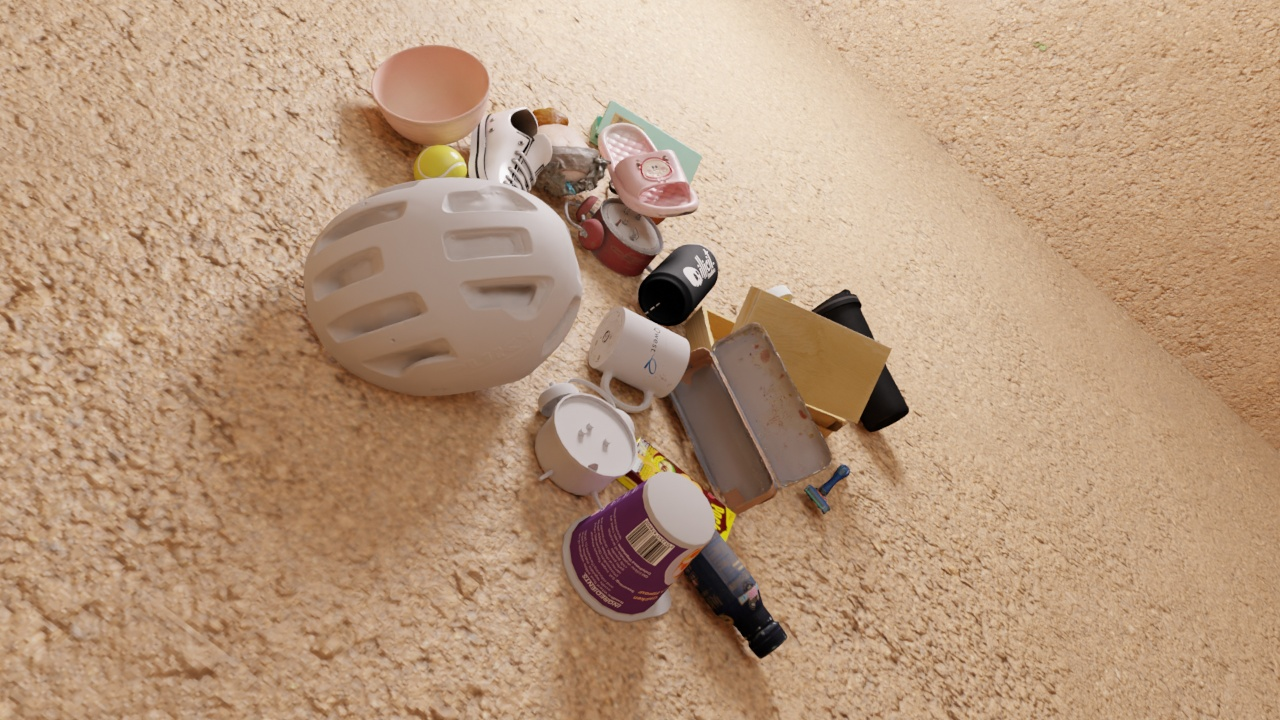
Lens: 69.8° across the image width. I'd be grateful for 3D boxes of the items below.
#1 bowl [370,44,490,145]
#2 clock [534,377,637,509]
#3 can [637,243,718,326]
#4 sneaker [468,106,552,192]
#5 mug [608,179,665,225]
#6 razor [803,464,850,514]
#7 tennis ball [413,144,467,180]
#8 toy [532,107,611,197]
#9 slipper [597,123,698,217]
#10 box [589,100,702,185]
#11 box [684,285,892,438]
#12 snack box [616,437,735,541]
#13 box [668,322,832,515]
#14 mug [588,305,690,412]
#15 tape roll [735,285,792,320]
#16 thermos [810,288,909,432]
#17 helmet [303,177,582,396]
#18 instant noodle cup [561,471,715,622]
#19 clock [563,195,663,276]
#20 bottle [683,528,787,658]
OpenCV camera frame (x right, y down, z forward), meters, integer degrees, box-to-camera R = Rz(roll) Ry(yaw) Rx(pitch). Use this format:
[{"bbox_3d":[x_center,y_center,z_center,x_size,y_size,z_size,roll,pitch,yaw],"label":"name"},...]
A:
[{"bbox_3d":[-0.269,-0.334,1.200,0.153,0.076,0.152,1,57,-2],"label":"bowl"},{"bbox_3d":[-0.058,0.078,1.007,0.120,0.061,0.158,29,38,-20],"label":"clock"},{"bbox_3d":[0.057,-0.110,1.307,0.080,0.080,0.145,43,34,-1],"label":"can"},{"bbox_3d":[-0.160,-0.253,1.198,0.245,0.097,0.091,-97,166,-48],"label":"sneaker"},{"bbox_3d":[0.001,-0.261,1.421,0.111,0.085,0.081,12,37,9],"label":"mug"},{"bbox_3d":[0.262,0.174,1.269,0.044,0.018,0.140,50,31,11],"label":"razor"},{"bbox_3d":[-0.249,-0.235,1.142,0.065,0.065,0.065,27,38,-23],"label":"tennis ball"},{"bbox_3d":[-0.122,-0.302,1.338,0.132,0.076,0.175,0,53,-26],"label":"toy"},{"bbox_3d":[0.005,-0.279,1.335,0.106,0.056,0.221,-16,53,-21],"label":"slipper"},{"bbox_3d":[0.014,-0.358,1.529,0.188,0.080,0.077,29,38,-20],"label":"box"},{"bbox_3d":[0.204,0.007,1.296,0.248,0.185,0.141,20,62,-28],"label":"box"},{"bbox_3d":[0.041,0.156,1.056,0.149,0.026,0.061,40,35,-5],"label":"snack box"},{"bbox_3d":[0.129,0.068,1.137,0.043,0.151,0.216,42,21,-59],"label":"box"},{"bbox_3d":[-0.007,0.006,1.131,0.096,0.083,0.119,26,67,-24],"label":"mug"},{"bbox_3d":[0.188,-0.078,1.393,0.093,0.094,0.019,-11,61,-50],"label":"tape roll"},{"bbox_3d":[0.345,0.002,1.470,0.105,0.106,0.218,-2,59,-46],"label":"thermos"},{"bbox_3d":[-0.198,-0.084,0.947,0.282,0.184,0.224,-4,68,-17],"label":"helmet"},{"bbox_3d":[0.011,0.181,0.913,0.137,0.122,0.121,37,35,-10],"label":"instant noodle cup"},{"bbox_3d":[-0.037,-0.188,1.312,0.156,0.062,0.109,20,41,-30],"label":"clock"},{"bbox_3d":[0.094,0.244,0.989,0.160,0.056,0.056,52,35,12],"label":"bottle"}]
